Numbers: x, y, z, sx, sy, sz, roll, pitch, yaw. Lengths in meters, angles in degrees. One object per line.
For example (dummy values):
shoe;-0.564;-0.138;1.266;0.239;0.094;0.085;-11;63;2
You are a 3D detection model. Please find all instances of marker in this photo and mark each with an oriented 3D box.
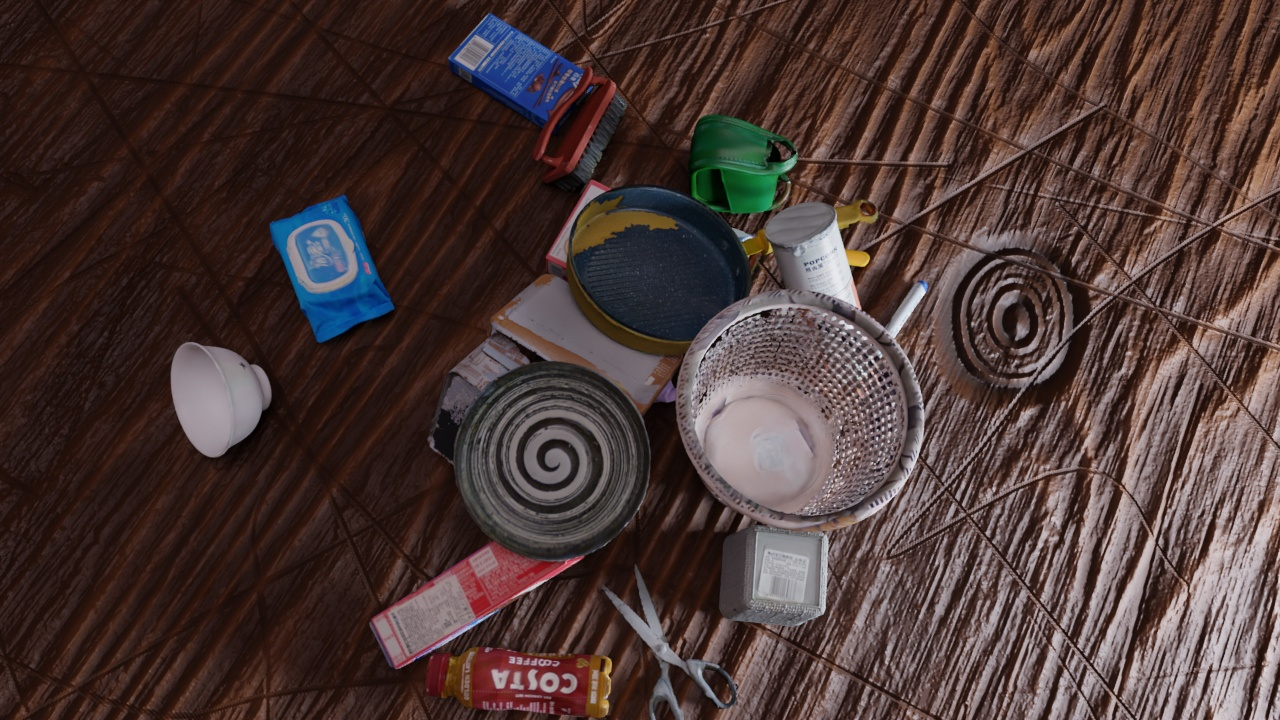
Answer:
marker;0.287;-0.035;1.049;0.017;0.017;0.145;36;73;7
marker;0.205;-0.126;1.074;0.124;0.015;0.018;8;70;1

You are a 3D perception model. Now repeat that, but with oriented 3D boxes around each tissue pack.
tissue pack;-0.340;-0.103;1.005;0.095;0.052;0.157;-23;75;-11

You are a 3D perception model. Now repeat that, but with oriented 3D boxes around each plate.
plate;-0.079;0.089;0.828;0.179;0.024;0.179;0;87;5

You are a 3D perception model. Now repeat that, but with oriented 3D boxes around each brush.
brush;-0.070;-0.273;1.067;0.069;0.063;0.145;36;69;-27

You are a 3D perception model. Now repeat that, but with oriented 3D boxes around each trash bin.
trash bin;0.138;0.068;0.911;0.227;0.192;0.227;1;72;-4

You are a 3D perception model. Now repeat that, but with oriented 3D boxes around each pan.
pan;0.094;-0.120;0.980;0.356;0.078;0.197;-12;66;-24

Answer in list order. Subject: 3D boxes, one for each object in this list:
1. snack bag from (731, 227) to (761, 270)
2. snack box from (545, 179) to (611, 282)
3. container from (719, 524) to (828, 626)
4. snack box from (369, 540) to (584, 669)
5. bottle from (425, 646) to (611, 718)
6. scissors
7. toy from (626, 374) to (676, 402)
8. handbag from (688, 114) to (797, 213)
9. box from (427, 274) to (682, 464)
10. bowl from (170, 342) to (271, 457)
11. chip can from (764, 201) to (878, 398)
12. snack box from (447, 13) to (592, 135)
snack bag;0.093;-0.141;1.057;0.104;0.026;0.048;25;83;20
snack box;-0.027;-0.126;1.040;0.127;0.044;0.113;27;72;4
container;0.133;0.211;0.907;0.090;0.114;0.090;6;72;-2
snack box;-0.157;0.217;0.877;0.208;0.057;0.058;-33;78;10
bottle;-0.117;0.310;0.887;0.175;0.057;0.057;5;72;-3
scissors;0.025;0.298;0.925;0.159;0.014;0.170;15;71;1
toy;-0.006;0.006;1.003;0.084;0.039;0.108;-21;76;3
handbag;0.113;-0.217;1.033;0.120;0.131;0.068;8;76;5
box;-0.086;0.035;0.948;0.183;0.157;0.192;35;42;7
bowl;-0.422;0.034;0.942;0.064;0.119;0.118;-18;70;-51
chip can;0.193;-0.055;0.951;0.071;0.215;0.071;-17;36;13
snack box;-0.144;-0.348;1.112;0.157;0.026;0.084;33;73;6
